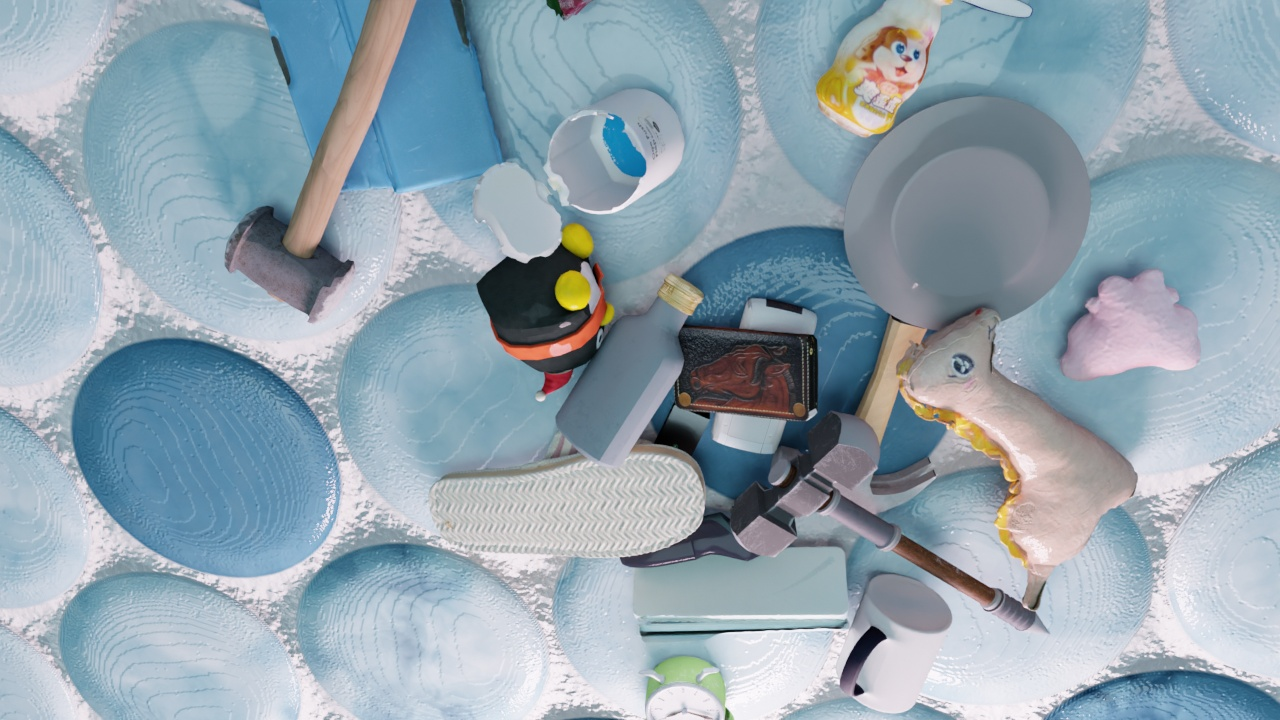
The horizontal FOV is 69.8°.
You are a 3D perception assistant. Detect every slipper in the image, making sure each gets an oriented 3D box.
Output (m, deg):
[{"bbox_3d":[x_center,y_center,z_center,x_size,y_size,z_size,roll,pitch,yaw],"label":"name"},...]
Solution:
[{"bbox_3d":[-0.068,0.121,0.835,0.263,0.052,0.115,-8,110,17],"label":"slipper"}]

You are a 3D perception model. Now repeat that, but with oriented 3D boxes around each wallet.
[{"bbox_3d":[0.084,0.009,0.750,0.123,0.019,0.072,5,105,33],"label":"wallet"}]

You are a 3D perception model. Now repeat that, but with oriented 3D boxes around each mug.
[{"bbox_3d":[0.220,0.263,0.835,0.079,0.111,0.097,33,122,37],"label":"mug"}]

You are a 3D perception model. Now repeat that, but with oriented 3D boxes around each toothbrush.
[{"bbox_3d":[0.187,-0.270,0.646,0.186,0.016,0.015,16,115,0],"label":"toothbrush"}]

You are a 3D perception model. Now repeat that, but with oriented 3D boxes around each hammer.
[{"bbox_3d":[-0.227,-0.152,0.683,0.098,0.052,0.329,34,131,-9],"label":"hammer"},{"bbox_3d":[0.243,0.170,0.795,0.322,0.043,0.156,31,120,-17],"label":"hammer"},{"bbox_3d":[0.213,-0.019,0.746,0.131,0.039,0.329,14,115,-1],"label":"hammer"}]

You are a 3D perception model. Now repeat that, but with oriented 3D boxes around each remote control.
[{"bbox_3d":[0.018,0.104,0.837,0.034,0.013,0.150,23,115,-4],"label":"remote control"},{"bbox_3d":[0.103,0.015,0.780,0.060,0.025,0.139,13,113,1],"label":"remote control"}]

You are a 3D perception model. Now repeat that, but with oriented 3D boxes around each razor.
[{"bbox_3d":[0.051,0.167,0.839,0.143,0.047,0.052,-15,85,7],"label":"razor"}]

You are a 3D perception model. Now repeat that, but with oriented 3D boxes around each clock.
[{"bbox_3d":[0.047,0.349,0.929,0.094,0.042,0.119,-3,113,9],"label":"clock"}]

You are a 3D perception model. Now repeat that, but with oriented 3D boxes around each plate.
[{"bbox_3d":[0.242,-0.103,0.679,0.178,0.012,0.179,2,114,3],"label":"plate"}]

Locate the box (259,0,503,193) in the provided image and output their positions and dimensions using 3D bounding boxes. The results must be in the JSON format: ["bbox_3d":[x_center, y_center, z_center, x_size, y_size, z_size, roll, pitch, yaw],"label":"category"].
[{"bbox_3d":[-0.207,-0.240,0.684,0.173,0.066,0.232,-8,114,11],"label":"box"}]

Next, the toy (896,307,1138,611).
[{"bbox_3d":[0.293,0.085,0.744,0.264,0.065,0.196,28,98,-23],"label":"toy"}]

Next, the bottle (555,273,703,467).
[{"bbox_3d":[-0.004,0.004,0.757,0.046,0.072,0.161,20,106,-49],"label":"bottle"}]

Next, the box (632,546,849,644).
[{"bbox_3d":[0.096,0.233,0.868,0.199,0.085,0.096,-3,146,12],"label":"box"}]

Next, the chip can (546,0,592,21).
[{"bbox_3d":[-0.097,-0.341,0.616,0.076,0.075,0.223,-36,105,20],"label":"chip can"}]

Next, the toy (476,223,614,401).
[{"bbox_3d":[-0.072,-0.036,0.745,0.100,0.097,0.119,-11,135,12],"label":"toy"}]

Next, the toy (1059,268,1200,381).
[{"bbox_3d":[0.380,-0.026,0.714,0.102,0.050,0.093,-12,115,15],"label":"toy"}]

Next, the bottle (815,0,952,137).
[{"bbox_3d":[0.173,-0.215,0.645,0.063,0.063,0.109,28,117,-6],"label":"bottle"}]

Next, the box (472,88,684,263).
[{"bbox_3d":[-0.040,-0.135,0.661,0.119,0.159,0.084,-19,105,26],"label":"box"}]
